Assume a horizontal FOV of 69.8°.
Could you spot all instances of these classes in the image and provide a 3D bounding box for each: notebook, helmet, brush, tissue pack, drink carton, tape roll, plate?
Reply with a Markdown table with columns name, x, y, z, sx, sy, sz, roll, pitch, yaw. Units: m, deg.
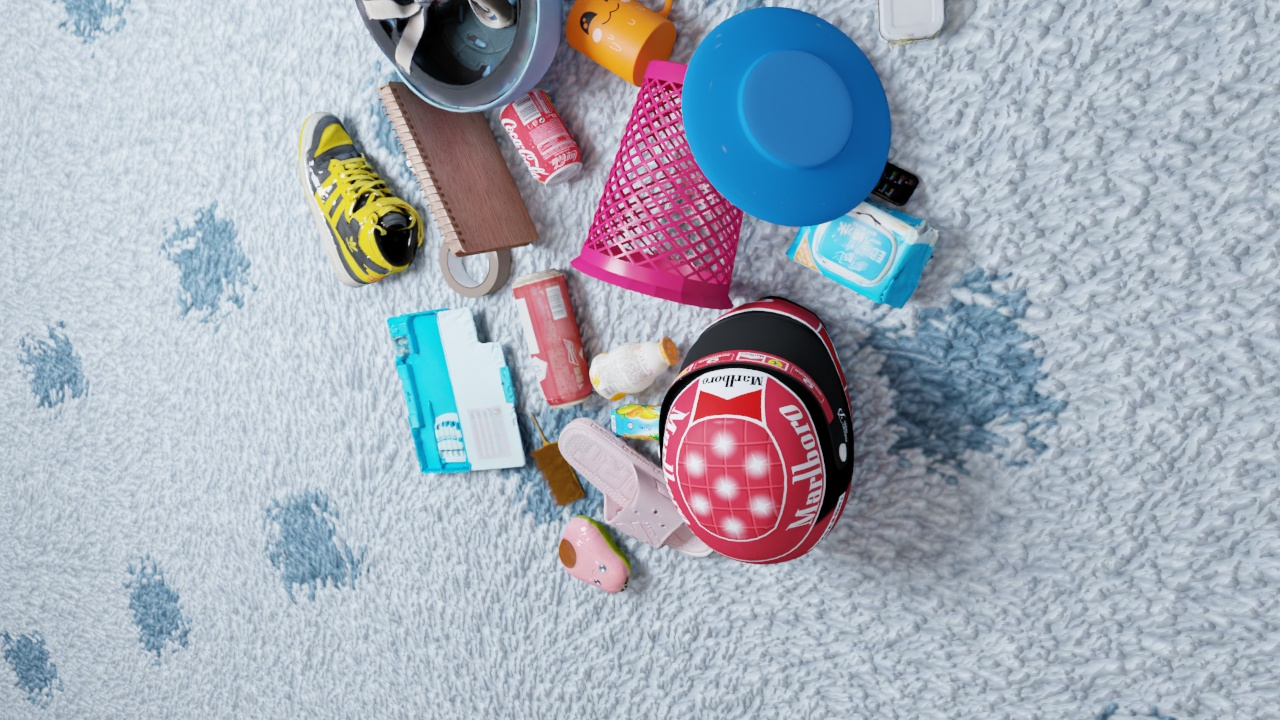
| name | x | y | z | sx | sy | sz | roll | pitch | yaw |
| --- | --- | --- | --- | --- | --- | --- | --- | --- | --- |
| notebook | -0.215 | -0.228 | 1.092 | 0.022 | 0.168 | 0.210 | -24 | 91 | 29 |
| helmet | 0.121 | 0.081 | 0.962 | 0.198 | 0.224 | 0.271 | -2 | 102 | 23 |
| brush | -0.120 | 0.132 | 1.217 | 0.048 | 0.017 | 0.126 | -26 | 90 | 29 |
| tissue pack | 0.229 | -0.122 | 0.953 | 0.144 | 0.061 | 0.093 | 29 | 113 | 19 |
| drink carton | 0.027 | 0.077 | 1.115 | 0.129 | 0.044 | 0.038 | 3 | 104 | 28 |
| tape roll | -0.216 | -0.130 | 1.195 | 0.094 | 0.030 | 0.094 | 7 | 105 | 26 |
| helmet | -0.183 | -0.405 | 1.033 | 0.226 | 0.166 | 0.265 | -33 | 81 | 30 |
| plate | 0.150 | -0.243 | 0.897 | 0.224 | 0.224 | 0.024 | 66 | 163 | -1 |

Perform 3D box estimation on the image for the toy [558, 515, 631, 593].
| name | x | y | z | sx | sy | sz | roll | pitch | yaw |
| --- | --- | --- | --- | --- | --- | --- | --- | --- | --- |
| toy | -0.057 | 0.256 | 1.195 | 0.110 | 0.051 | 0.090 | 31 | 115 | 16 |

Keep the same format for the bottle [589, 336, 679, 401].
| name | x | y | z | sx | sy | sz | roll | pitch | yaw |
| --- | --- | --- | --- | --- | --- | --- | --- | --- | --- |
| bottle | -0.007 | 0.006 | 1.103 | 0.109 | 0.063 | 0.063 | -23 | 91 | 29 |

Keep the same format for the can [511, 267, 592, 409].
| name | x | y | z | sx | sy | sz | roll | pitch | yaw |
| --- | --- | --- | --- | --- | --- | --- | --- | --- | --- |
| can | -0.108 | -0.027 | 1.145 | 0.067 | 0.067 | 0.170 | -12 | 97 | 29 |

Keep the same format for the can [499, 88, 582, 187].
| name | x | y | z | sx | sy | sz | roll | pitch | yaw |
| --- | --- | --- | --- | --- | --- | --- | --- | --- | --- |
| can | -0.117 | -0.264 | 1.094 | 0.064 | 0.064 | 0.105 | -32 | 87 | 29 |

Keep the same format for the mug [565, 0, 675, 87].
| name | x | y | z | sx | sy | sz | roll | pitch | yaw |
| --- | --- | --- | --- | --- | --- | --- | --- | --- | --- |
| mug | -0.011 | -0.374 | 1.016 | 0.096 | 0.077 | 0.112 | 36 | 84 | 15 |

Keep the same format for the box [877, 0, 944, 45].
| name | x | y | z | sx | sy | sz | roll | pitch | yaw |
| --- | --- | --- | --- | --- | --- | --- | --- | --- | --- |
| box | 0.259 | -0.416 | 0.887 | 0.066 | 0.044 | 0.210 | -2 | 101 | 14 |

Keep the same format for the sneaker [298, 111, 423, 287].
| name | x | y | z | sx | sy | sz | roll | pitch | yaw |
| --- | --- | --- | --- | --- | --- | --- | --- | --- | --- |
| sneaker | -0.370 | -0.220 | 1.220 | 0.122 | 0.085 | 0.238 | -5 | 104 | 34 |

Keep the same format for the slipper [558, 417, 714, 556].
| name | x | y | z | sx | sy | sz | roll | pitch | yaw |
| --- | --- | --- | --- | --- | --- | --- | --- | --- | --- |
| slipper | -0.010 | 0.167 | 1.123 | 0.239 | 0.064 | 0.094 | 38 | 131 | 5 |

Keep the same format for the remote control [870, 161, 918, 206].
| name | x | y | z | sx | sy | sz | roll | pitch | yaw |
| --- | --- | --- | --- | --- | --- | --- | --- | --- | --- |
| remote control | 0.214 | -0.204 | 0.959 | 0.152 | 0.020 | 0.041 | 29 | 73 | 18 |

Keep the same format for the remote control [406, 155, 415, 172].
| name | x | y | z | sx | sy | sz | roll | pitch | yaw |
| --- | --- | --- | --- | --- | --- | --- | --- | --- | --- |
| remote control | -0.247 | -0.238 | 1.182 | 0.138 | 0.025 | 0.060 | 41 | 133 | 12 |

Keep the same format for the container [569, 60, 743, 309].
| name | x | y | z | sx | sy | sz | roll | pitch | yaw |
| --- | --- | --- | --- | --- | --- | --- | --- | --- | --- |
| container | 0.041 | -0.189 | 0.979 | 0.183 | 0.182 | 0.226 | 20 | 103 | 22 |

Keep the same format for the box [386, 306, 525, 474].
| name | x | y | z | sx | sy | sz | roll | pitch | yaw |
| --- | --- | --- | --- | --- | --- | --- | --- | --- | --- |
| box | -0.247 | 0.041 | 1.249 | 0.182 | 0.039 | 0.227 | -6 | 99 | 27 |
